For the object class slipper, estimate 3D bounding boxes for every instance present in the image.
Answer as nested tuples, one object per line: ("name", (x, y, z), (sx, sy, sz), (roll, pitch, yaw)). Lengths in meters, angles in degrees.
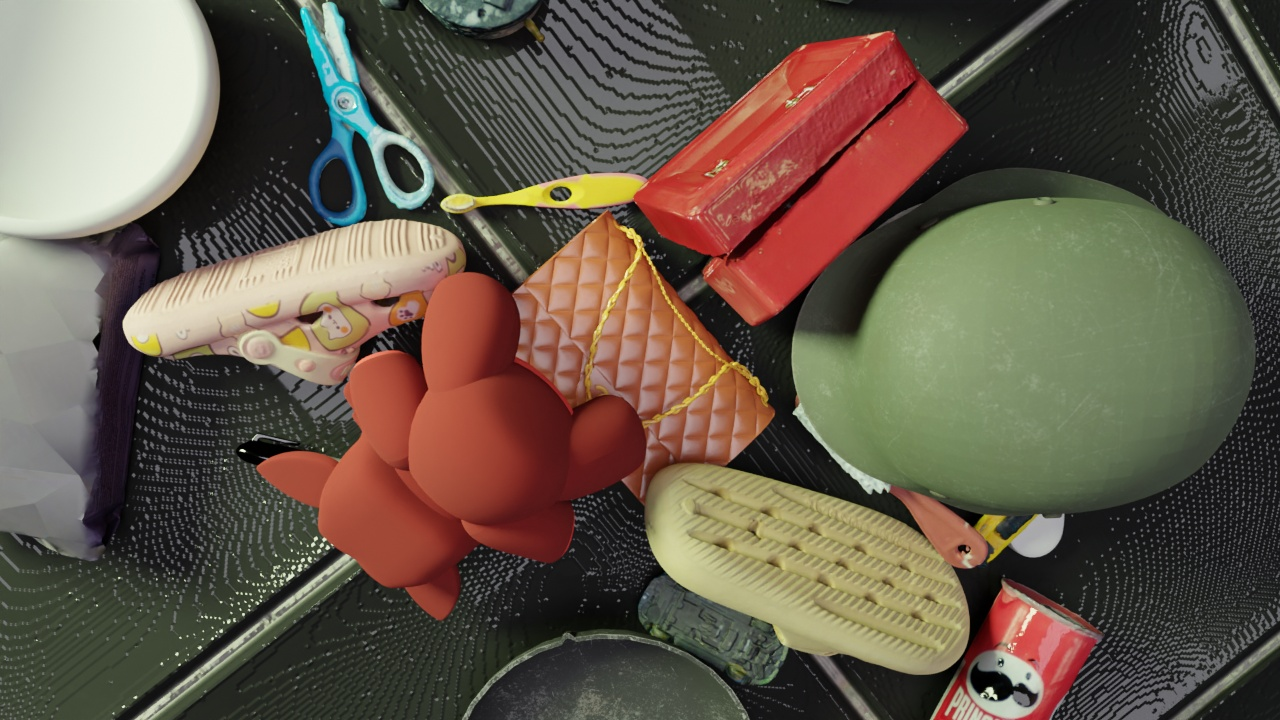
("slipper", (-0.197, -0.027, 0.549), (0.197, 0.093, 0.082), (-13, 119, -4))
("slipper", (0.102, 0.144, 0.592), (0.261, 0.111, 0.079), (23, 130, -25))

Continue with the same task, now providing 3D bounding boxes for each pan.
("pan", (-0.099, 0.285, 0.621), (0.357, 0.040, 0.208), (-12, 105, 2))

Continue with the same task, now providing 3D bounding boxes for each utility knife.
("utility knife", (0.283, 0.086, 0.643), (0.155, 0.017, 0.030), (-45, 110, -3))

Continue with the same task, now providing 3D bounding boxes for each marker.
("marker", (-0.188, 0.070, 0.592), (0.138, 0.016, 0.022), (14, 92, -11))

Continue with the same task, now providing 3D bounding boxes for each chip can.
("chip can", (0.234, 0.274, 0.647), (0.073, 0.073, 0.233), (26, 94, -10))

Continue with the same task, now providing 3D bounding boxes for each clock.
("clock", (-0.109, -0.242, 0.541), (0.129, 0.052, 0.090), (19, 95, -10))

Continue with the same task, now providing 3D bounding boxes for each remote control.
("remote control", (0.281, 0.074, 0.656), (0.043, 0.013, 0.136), (-3, 98, -7))

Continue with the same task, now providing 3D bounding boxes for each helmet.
("helmet", (0.225, -0.002, 0.522), (0.268, 0.153, 0.227), (-3, 95, 6))

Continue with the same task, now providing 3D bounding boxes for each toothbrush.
("toothbrush", (-0.059, -0.105, 0.585), (0.135, 0.016, 0.021), (-6, 97, -6))

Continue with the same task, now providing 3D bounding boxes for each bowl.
("bowl", (-0.323, -0.152, 0.513), (0.176, 0.066, 0.176), (0, 89, -10))

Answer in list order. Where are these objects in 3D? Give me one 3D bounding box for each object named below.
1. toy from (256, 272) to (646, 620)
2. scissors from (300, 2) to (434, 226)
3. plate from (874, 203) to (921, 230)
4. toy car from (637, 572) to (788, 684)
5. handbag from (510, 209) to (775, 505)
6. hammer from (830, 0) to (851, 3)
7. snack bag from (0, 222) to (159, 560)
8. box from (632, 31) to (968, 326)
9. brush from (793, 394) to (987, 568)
("toy", (-0.113, 0.061, 0.538), (0.158, 0.120, 0.198), (43, 121, -16))
("scissors", (-0.186, -0.151, 0.564), (0.083, 0.015, 0.140), (-22, 103, -2))
("plate", (0.219, -0.019, 0.616), (0.182, 0.034, 0.182), (0, 95, -2))
("toy car", (0.050, 0.181, 0.630), (0.105, 0.032, 0.048), (26, 96, 3))
("handbag", (-0.004, 0.004, 0.587), (0.109, 0.060, 0.172), (-41, 101, -5))
("hammer", (0.142, -0.386, 0.540), (0.051, 0.117, 0.322), (6, 88, -9))
("snack bag", (-0.353, 0.014, 0.541), (0.096, 0.058, 0.205), (9, 95, -9))
("box", (0.100, -0.101, 0.549), (0.157, 0.136, 0.122), (-41, 107, 0))
("brush", (0.168, 0.081, 0.615), (0.172, 0.030, 0.041), (46, 121, -1))
